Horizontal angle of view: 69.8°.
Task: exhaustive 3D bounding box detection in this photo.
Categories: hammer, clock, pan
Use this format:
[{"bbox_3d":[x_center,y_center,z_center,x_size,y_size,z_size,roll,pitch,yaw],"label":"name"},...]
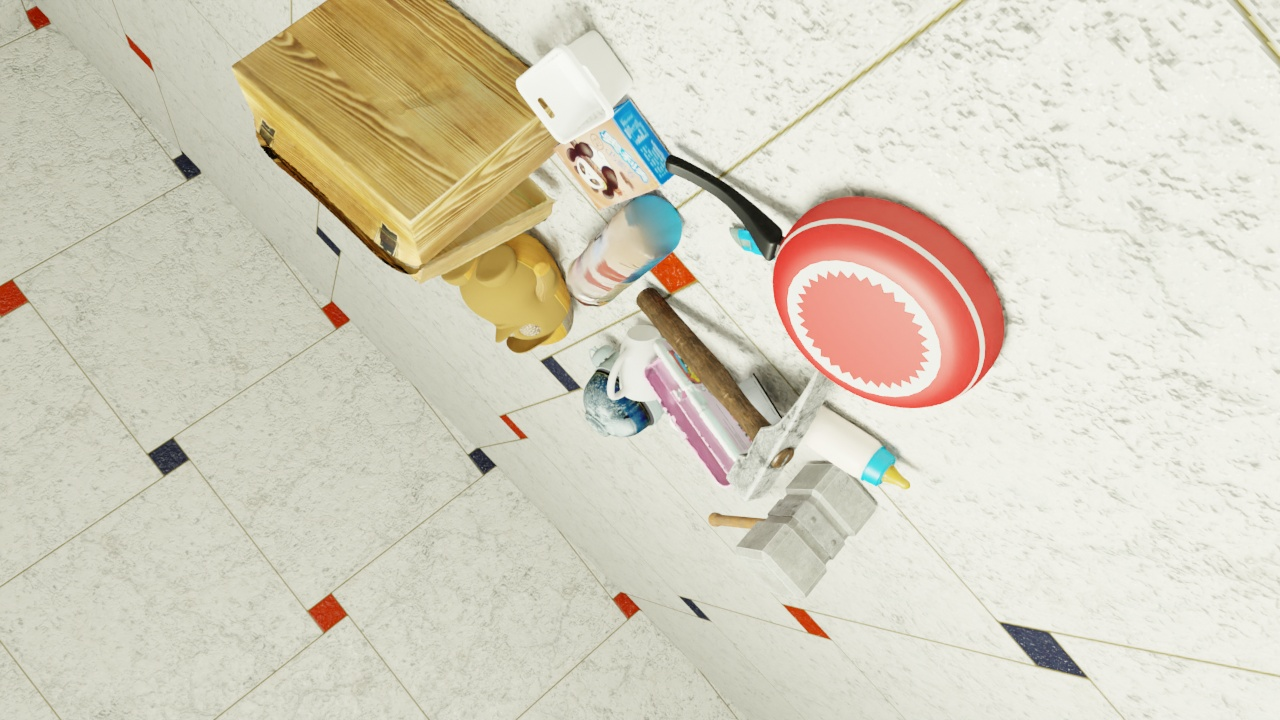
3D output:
[{"bbox_3d":[0.167,0.226,1.268,0.083,0.162,0.318,48,160,-9],"label":"hammer"},{"bbox_3d":[0.152,0.068,1.123,0.094,0.035,0.122,61,-175,29],"label":"clock"},{"bbox_3d":[0.150,-0.084,0.823,0.356,0.067,0.209,34,149,19],"label":"pan"},{"bbox_3d":[0.095,-0.016,1.064,0.300,0.037,0.218,52,132,35],"label":"hammer"},{"bbox_3d":[-0.020,0.035,1.390,0.159,0.045,0.123,37,159,23],"label":"clock"}]

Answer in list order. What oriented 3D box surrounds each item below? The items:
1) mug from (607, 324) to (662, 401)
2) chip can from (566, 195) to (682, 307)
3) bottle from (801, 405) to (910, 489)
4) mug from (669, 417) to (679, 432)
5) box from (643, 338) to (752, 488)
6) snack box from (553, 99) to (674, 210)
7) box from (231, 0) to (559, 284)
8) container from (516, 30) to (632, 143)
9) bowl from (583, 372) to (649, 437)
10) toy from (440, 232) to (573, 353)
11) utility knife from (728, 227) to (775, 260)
[{"bbox_3d":[-0.007,0.007,1.256,0.071,0.107,0.089,26,133,35],"label":"mug"},{"bbox_3d":[-0.026,-0.123,1.081,0.080,0.079,0.230,47,159,-5],"label":"chip can"},{"bbox_3d":[0.242,0.103,1.042,0.146,0.051,0.051,34,158,26],"label":"bottle"},{"bbox_3d":[0.107,0.087,1.263,0.090,0.074,0.110,29,-179,37],"label":"mug"},{"bbox_3d":[0.079,0.057,1.157,0.202,0.088,0.095,56,178,23],"label":"box"},{"bbox_3d":[-0.028,-0.214,0.970,0.087,0.034,0.151,52,158,-17],"label":"snack box"},{"bbox_3d":[-0.270,-0.245,1.049,0.279,0.256,0.216,41,158,11],"label":"box"},{"bbox_3d":[-0.062,-0.270,0.901,0.081,0.049,0.129,51,159,-18],"label":"container"},{"bbox_3d":[-0.047,0.079,1.375,0.114,0.060,0.114,37,160,16],"label":"bowl"},{"bbox_3d":[-0.178,-0.093,1.341,0.199,0.162,0.203,5,151,35],"label":"toy"},{"bbox_3d":[0.150,-0.100,0.877,0.174,0.015,0.031,22,152,44],"label":"utility knife"}]
